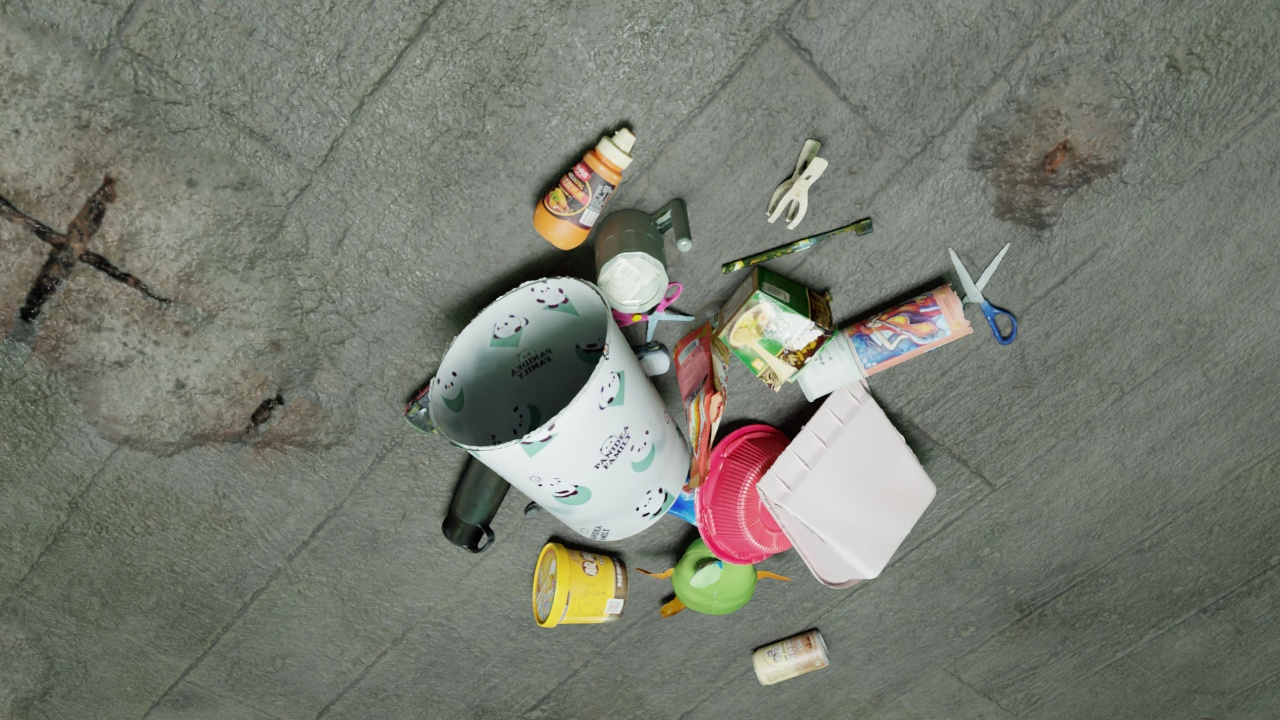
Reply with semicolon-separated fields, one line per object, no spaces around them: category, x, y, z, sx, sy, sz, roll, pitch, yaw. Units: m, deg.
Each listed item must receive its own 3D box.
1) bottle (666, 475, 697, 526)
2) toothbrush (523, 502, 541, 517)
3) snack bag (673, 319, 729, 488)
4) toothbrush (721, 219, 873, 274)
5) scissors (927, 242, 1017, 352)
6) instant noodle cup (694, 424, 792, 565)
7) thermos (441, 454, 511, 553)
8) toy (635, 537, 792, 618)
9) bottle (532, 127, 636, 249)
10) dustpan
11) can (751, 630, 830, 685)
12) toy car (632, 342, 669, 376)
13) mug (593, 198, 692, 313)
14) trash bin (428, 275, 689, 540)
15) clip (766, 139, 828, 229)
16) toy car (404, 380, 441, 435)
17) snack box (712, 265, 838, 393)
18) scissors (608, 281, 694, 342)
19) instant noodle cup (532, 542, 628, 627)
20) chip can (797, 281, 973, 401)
bottle;0.027;0.174;1.266;0.218;0.065;0.065;25;119;-18
toothbrush;-0.101;0.183;1.259;0.190;0.016;0.014;-30;117;37
snack bag;0.075;0.043;1.094;0.073;0.207;0.129;8;120;-2
toothbrush;0.187;-0.133;1.098;0.186;0.017;0.012;-17;160;8
scissors;0.418;-0.071;1.159;0.163;0.012;0.176;-40;116;20
instant noodle cup;0.167;0.184;1.220;0.193;0.066;0.194;-3;96;-33
thermos;-0.193;0.157;1.228;0.068;0.090;0.243;-10;136;-47
toy;0.106;0.318;1.337;0.227;0.089;0.247;0;148;-3
bottle;-0.056;-0.195;1.017;0.066;0.066;0.150;33;109;-23
dustpan;0.271;0.184;1.245;0.222;0.139;0.273;-44;97;-20
can;0.244;0.484;1.493;0.116;0.058;0.058;-23;122;11
toy car;-0.007;0.007;1.170;0.090;0.034;0.043;-12;120;2
mug;0.004;-0.124;1.040;0.124;0.103;0.083;-34;120;19
trash bin;-0.075;0.070;1.060;0.230;0.229;0.252;-26;134;13
clip;0.178;-0.198;1.041;0.034;0.070;0.100;15;128;-12
toy car;-0.249;0.045;1.170;0.121;0.045;0.053;-42;115;16
snack box;0.158;-0.047;1.105;0.105;0.118;0.118;33;116;-12
scissors;0.019;-0.058;1.107;0.133;0.017;0.134;1;146;-38
instant noodle cup;-0.086;0.331;1.337;0.114;0.118;0.119;11;123;-20
chip can;0.297;-0.022;1.142;0.215;0.071;0.071;-24;122;15
